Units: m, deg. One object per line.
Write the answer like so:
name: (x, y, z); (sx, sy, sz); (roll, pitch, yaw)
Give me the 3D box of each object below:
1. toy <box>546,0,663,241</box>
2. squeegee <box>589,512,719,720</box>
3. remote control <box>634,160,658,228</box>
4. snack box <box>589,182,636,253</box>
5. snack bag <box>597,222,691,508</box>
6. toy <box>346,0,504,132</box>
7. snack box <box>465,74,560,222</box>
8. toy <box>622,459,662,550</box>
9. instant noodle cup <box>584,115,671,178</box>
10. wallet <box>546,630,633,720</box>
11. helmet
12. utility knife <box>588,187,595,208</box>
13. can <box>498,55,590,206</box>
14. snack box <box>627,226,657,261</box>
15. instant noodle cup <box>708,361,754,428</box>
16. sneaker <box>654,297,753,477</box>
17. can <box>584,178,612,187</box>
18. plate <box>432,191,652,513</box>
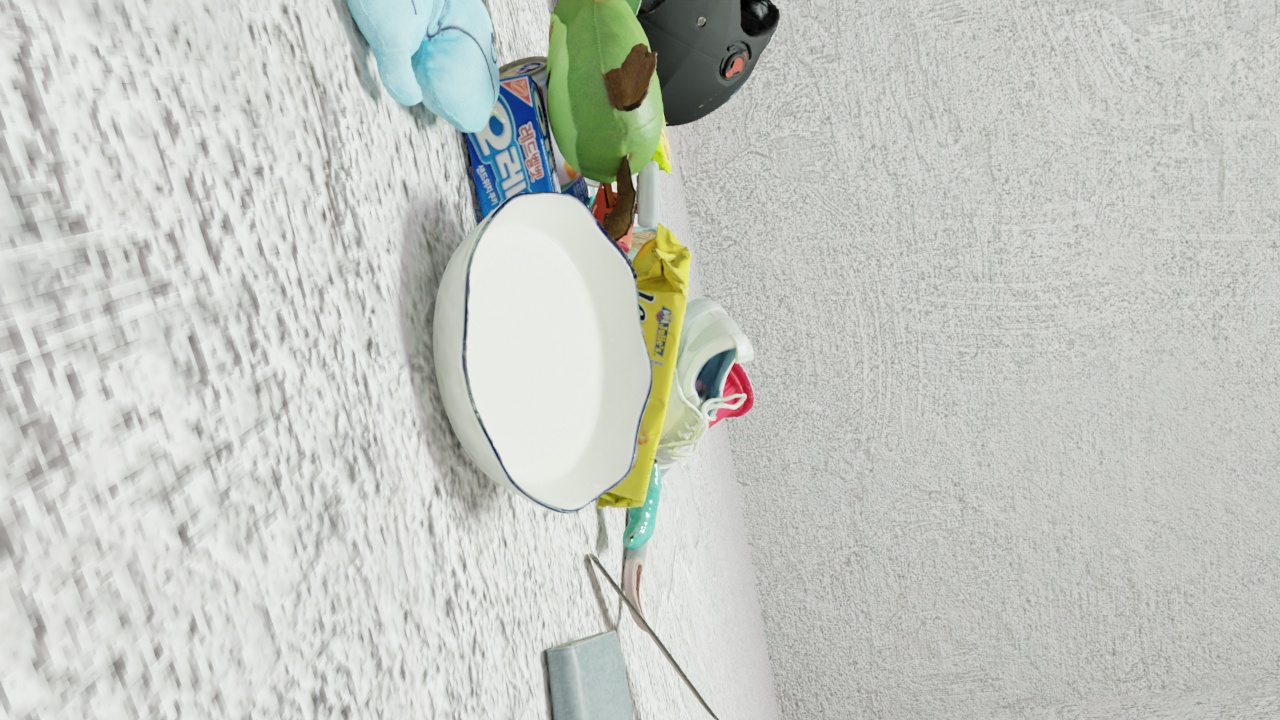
toy: (-0.029, -0.213, 0.710); (0.246, 0.090, 0.227); (-102, -171, -48)
squeegee: (0.000, 0.222, 0.982); (0.248, 0.040, 0.249); (57, 12, -25)
remote control: (0.006, -0.146, 0.812); (0.136, 0.020, 0.056); (-85, 177, -80)
snack box: (-0.039, -0.101, 0.848); (0.113, 0.044, 0.127); (-83, -163, -60)
snack bag: (-0.005, 0.005, 0.847); (0.157, 0.068, 0.247); (-84, -174, -73)
toy: (-0.125, -0.196, 0.571); (0.156, 0.050, 0.161); (67, 20, -49)
snack box: (-0.088, -0.105, 0.691); (0.057, 0.058, 0.207); (-55, 135, -82)
toy: (0.006, 0.144, 0.918); (0.096, 0.030, 0.092); (45, 60, -77)
instant noodle cup: (-0.040, -0.230, 0.920); (0.111, 0.123, 0.111); (-10, 89, -81)
wallet: (-0.036, 0.275, 0.690); (0.106, 0.037, 0.129); (22, 57, -68)
helmet: (0.037, -0.416, 1.180); (0.233, 0.274, 0.231); (60, -36, 43)
utility knife: (-0.059, -0.156, 1.082); (0.186, 0.013, 0.029); (-88, 170, -47)
can: (-0.086, -0.194, 0.809); (0.053, 0.053, 0.135); (-87, 165, -54)
snack box: (-0.007, -0.095, 0.999); (0.174, 0.074, 0.052); (-102, -167, -61)
instant noodle cup: (0.041, 0.025, 1.121); (0.065, 0.194, 0.194); (-52, 146, -26)
sneaker: (0.050, 0.057, 0.968); (0.091, 0.089, 0.243); (46, -54, 35)
can: (-0.049, -0.256, 1.109); (0.116, 0.058, 0.058); (-87, 165, -57)
plate: (-0.061, -0.006, 0.600); (0.204, 0.046, 0.204); (19, 68, -58)
